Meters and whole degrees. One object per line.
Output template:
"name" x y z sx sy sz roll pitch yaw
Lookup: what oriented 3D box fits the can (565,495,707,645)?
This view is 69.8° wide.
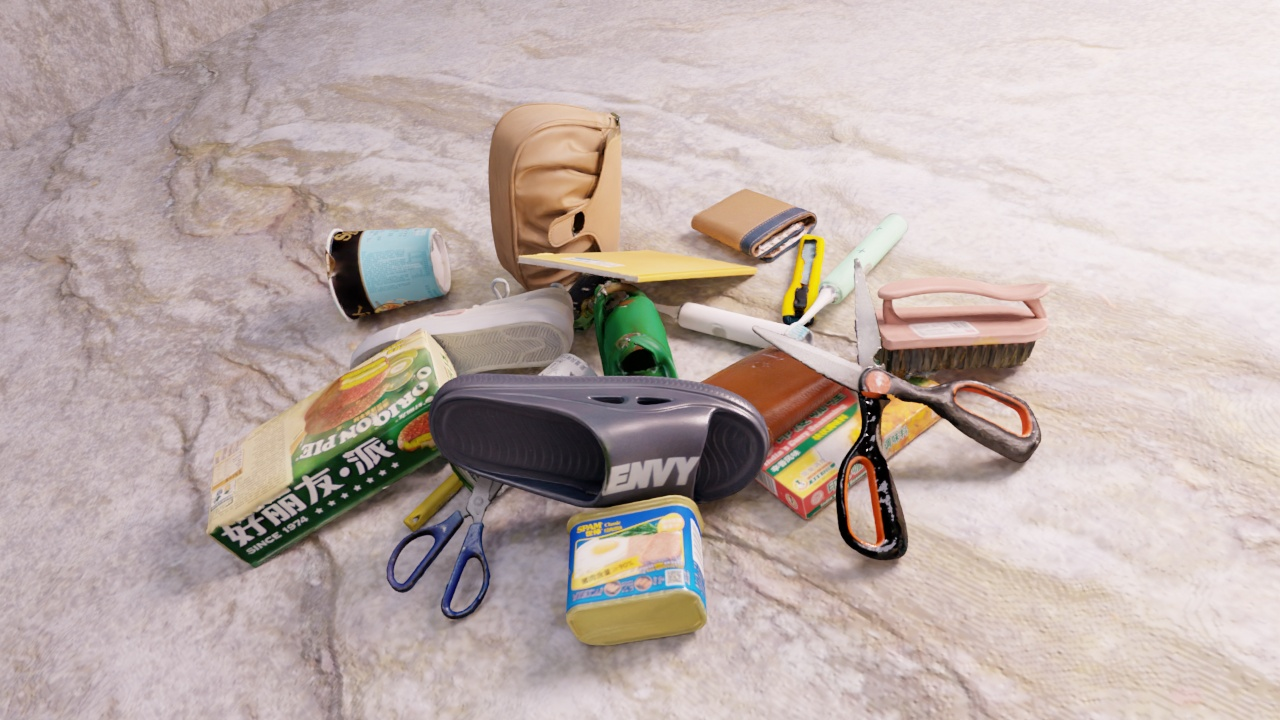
"can" -0.003 0.153 0.665 0.102 0.057 0.083 -12 41 10

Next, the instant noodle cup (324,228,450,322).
"instant noodle cup" -0.290 -0.107 1.076 0.120 0.111 0.111 -7 39 4

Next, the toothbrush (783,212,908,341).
"toothbrush" 0.193 -0.079 0.862 0.027 0.026 0.223 25 48 28

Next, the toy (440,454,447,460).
"toy" -0.174 0.058 0.879 0.096 0.030 0.091 -16 42 -7

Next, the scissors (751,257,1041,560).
"scissors" 0.187 0.034 0.671 0.221 0.022 0.234 8 72 -4

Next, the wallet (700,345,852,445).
"wallet" 0.109 0.024 0.765 0.101 0.032 0.125 -31 20 -17

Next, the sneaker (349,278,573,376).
"sneaker" -0.181 -0.028 0.930 0.242 0.089 0.090 -12 40 14

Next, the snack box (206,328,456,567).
"snack box" -0.277 0.077 0.842 0.240 0.063 0.114 -31 39 1

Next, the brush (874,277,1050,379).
"brush" 0.257 -0.030 0.735 0.145 0.073 0.063 -3 25 -5

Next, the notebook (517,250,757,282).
"notebook" 0.002 -0.095 0.909 0.146 0.010 0.205 14 15 35

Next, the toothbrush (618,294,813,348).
"toothbrush" 0.066 -0.039 0.890 0.221 0.027 0.026 17 42 38

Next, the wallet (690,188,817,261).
"wallet" 0.121 -0.149 0.997 0.090 0.033 0.115 -32 38 -19

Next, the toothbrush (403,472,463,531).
"toothbrush" -0.141 0.084 0.838 0.189 0.015 0.017 -45 2 -28

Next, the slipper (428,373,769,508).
"slipper" -0.039 0.074 0.697 0.268 0.111 0.083 5 31 7

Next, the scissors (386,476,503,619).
"scissors" -0.128 0.129 0.741 0.171 0.012 0.140 -31 69 -14

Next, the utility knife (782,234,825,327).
"utility knife" 0.161 -0.080 0.907 0.033 0.015 0.153 -1 41 18

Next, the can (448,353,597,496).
"can" -0.100 0.058 0.820 0.058 0.058 0.146 22 54 41

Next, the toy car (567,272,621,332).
"toy car" -0.053 -0.067 0.968 0.043 0.036 0.091 10 51 35

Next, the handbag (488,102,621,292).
"handbag" -0.083 -0.168 0.977 0.147 0.205 0.100 -23 47 -25

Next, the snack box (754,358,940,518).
"snack box" 0.164 0.056 0.731 0.155 0.027 0.077 -33 38 -17

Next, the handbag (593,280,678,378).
"handbag" -0.005 0.005 0.792 0.068 0.120 0.131 -16 31 2
